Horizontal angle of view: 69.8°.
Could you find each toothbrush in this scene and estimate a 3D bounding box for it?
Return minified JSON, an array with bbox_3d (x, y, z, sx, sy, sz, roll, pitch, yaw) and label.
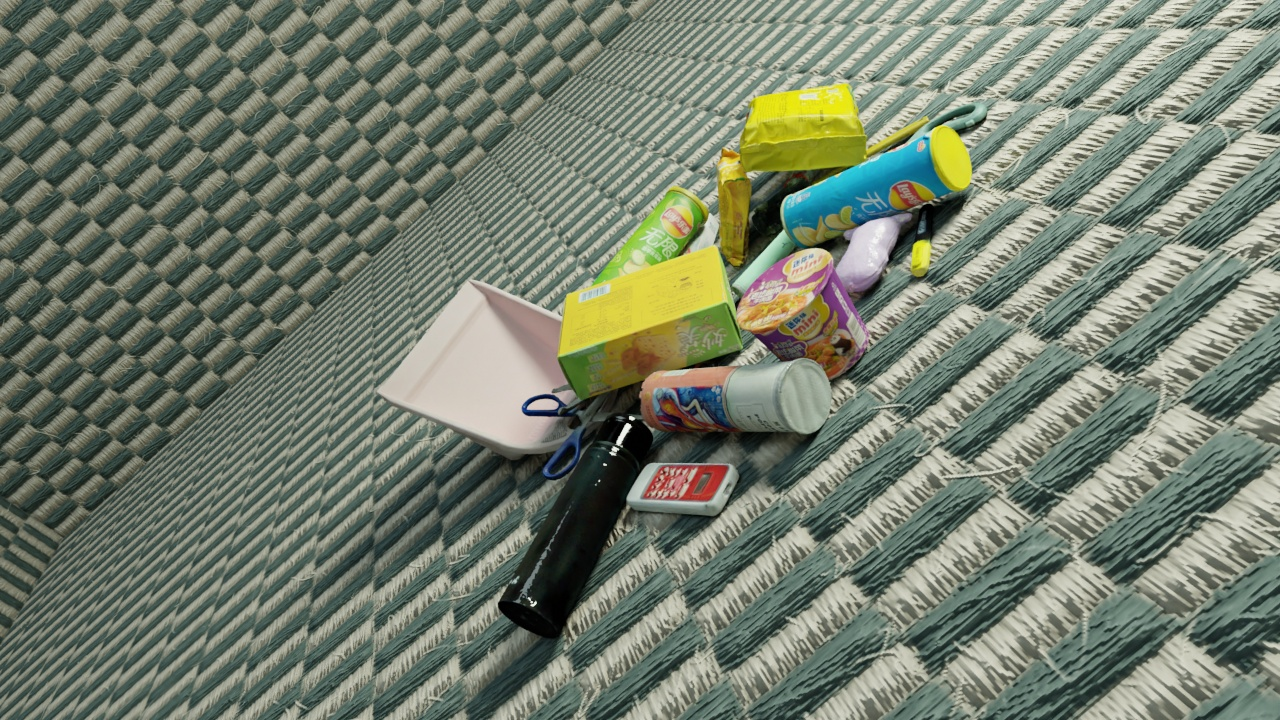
[{"bbox_3d":[0.195,-0.162,1.147,0.224,0.027,0.026,-47,-3,-9],"label":"toothbrush"},{"bbox_3d":[0.284,-0.257,1.183,0.190,0.016,0.015,-28,28,25],"label":"toothbrush"}]

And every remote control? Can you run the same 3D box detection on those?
[{"bbox_3d":[0.040,0.128,0.926,0.136,0.020,0.055,-7,44,51],"label":"remote control"}]

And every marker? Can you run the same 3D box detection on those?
[{"bbox_3d":[0.297,-0.130,0.965,0.018,0.015,0.123,-19,32,35],"label":"marker"}]

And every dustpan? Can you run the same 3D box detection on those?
[{"bbox_3d":[-0.170,0.008,1.206,0.222,0.273,0.139,-60,5,-27],"label":"dustpan"}]

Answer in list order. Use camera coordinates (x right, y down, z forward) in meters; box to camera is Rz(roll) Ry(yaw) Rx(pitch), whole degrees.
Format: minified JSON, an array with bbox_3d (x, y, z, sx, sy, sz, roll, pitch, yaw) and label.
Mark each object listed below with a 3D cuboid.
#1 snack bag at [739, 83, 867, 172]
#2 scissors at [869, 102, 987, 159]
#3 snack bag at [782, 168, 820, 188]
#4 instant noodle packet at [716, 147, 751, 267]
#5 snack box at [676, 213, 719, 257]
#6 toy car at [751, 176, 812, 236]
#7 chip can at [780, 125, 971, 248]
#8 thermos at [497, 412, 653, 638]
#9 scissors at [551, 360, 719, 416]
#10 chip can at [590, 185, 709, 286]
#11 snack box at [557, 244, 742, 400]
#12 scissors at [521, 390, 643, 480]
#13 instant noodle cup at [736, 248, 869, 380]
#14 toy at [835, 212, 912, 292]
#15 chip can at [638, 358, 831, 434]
[{"bbox_3d":[0.214,-0.313,1.211,0.158,0.068,0.245,-1,27,10],"label":"snack bag"},{"bbox_3d":[0.342,-0.253,1.090,0.181,0.019,0.170,-43,24,1],"label":"scissors"},{"bbox_3d":[0.234,-0.269,1.258,0.048,0.026,0.104,7,53,50],"label":"snack bag"},{"bbox_3d":[0.123,-0.204,1.211,0.044,0.129,0.110,-5,33,1],"label":"instant noodle packet"},{"bbox_3d":[0.059,-0.143,1.313,0.085,0.027,0.156,-23,31,35],"label":"snack box"},{"bbox_3d":[0.189,-0.201,1.203,0.091,0.043,0.034,-40,-9,16],"label":"toy car"},{"bbox_3d":[0.259,-0.190,1.032,0.211,0.071,0.071,-18,35,47],"label":"chip can"},{"bbox_3d":[-0.062,0.171,0.966,0.241,0.068,0.090,-60,-5,-35],"label":"thermos"},{"bbox_3d":[-0.001,0.008,1.119,0.227,0.015,0.188,0,38,33],"label":"scissors"},{"bbox_3d":[0.006,-0.141,1.269,0.220,0.072,0.073,-53,27,-19],"label":"chip can"},{"bbox_3d":[0.010,-0.048,1.115,0.210,0.070,0.157,-17,31,10],"label":"snack box"},{"bbox_3d":[-0.074,0.075,1.113,0.173,0.012,0.162,2,52,23],"label":"scissors"},{"bbox_3d":[0.166,-0.038,0.912,0.112,0.099,0.111,-32,28,19],"label":"instant noodle cup"},{"bbox_3d":[0.242,-0.115,0.993,0.084,0.039,0.107,-12,41,47],"label":"toy"},{"bbox_3d":[0.089,0.039,0.935,0.215,0.071,0.071,-5,44,53],"label":"chip can"}]
